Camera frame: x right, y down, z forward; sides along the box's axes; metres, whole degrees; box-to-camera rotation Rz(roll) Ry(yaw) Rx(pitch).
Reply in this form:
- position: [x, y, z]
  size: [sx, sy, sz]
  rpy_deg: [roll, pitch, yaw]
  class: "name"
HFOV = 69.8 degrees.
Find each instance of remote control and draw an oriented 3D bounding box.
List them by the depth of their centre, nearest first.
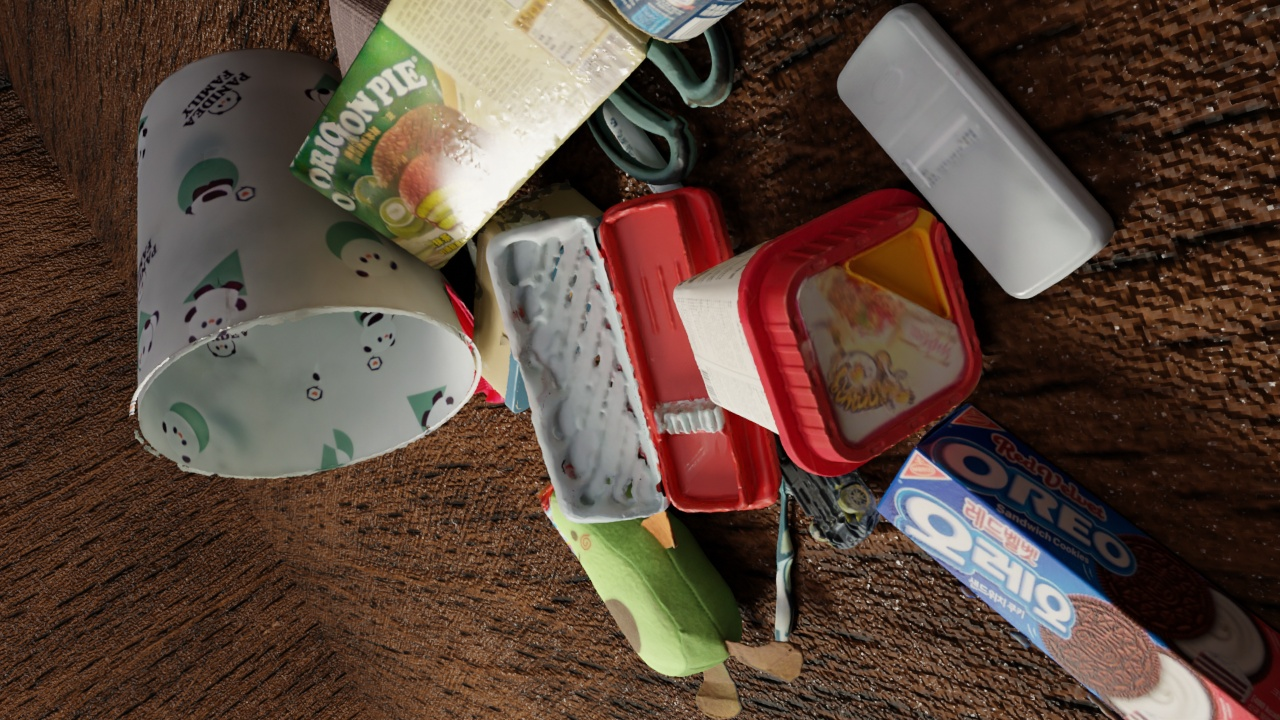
- position: [0.143, -0.091, 0.402]
  size: [0.136, 0.020, 0.056]
  rpy_deg: [52, 148, 9]
  class: "remote control"

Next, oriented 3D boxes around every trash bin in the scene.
- position: [-0.259, -0.075, 0.682]
  size: [0.230, 0.229, 0.251]
  rpy_deg: [119, 137, -54]
  class: "trash bin"

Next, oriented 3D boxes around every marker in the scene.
- position: [-0.007, -0.139, 0.569]
  size: [0.130, 0.018, 0.023]
  rpy_deg: [56, 156, 5]
  class: "marker"

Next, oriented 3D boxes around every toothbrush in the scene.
- position: [0.106, 0.142, 0.650]
  size: [0.018, 0.016, 0.192]
  rpy_deg: [19, 131, 31]
  class: "toothbrush"

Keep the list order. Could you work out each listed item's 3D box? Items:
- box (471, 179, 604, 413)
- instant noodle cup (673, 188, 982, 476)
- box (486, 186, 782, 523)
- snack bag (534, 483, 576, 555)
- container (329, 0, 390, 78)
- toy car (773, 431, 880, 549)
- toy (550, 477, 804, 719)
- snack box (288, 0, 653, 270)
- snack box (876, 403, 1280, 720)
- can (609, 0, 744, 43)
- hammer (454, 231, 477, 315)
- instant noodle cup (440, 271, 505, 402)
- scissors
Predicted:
- position: [-0.075, -0.040, 0.678]
  size: [0.059, 0.089, 0.185]
  rpy_deg: [41, 146, 23]
  class: "box"
- position: [0.085, -0.017, 0.467]
  size: [0.124, 0.116, 0.117]
  rpy_deg: [11, 125, 63]
  class: "instant noodle cup"
- position: [-0.004, 0.003, 0.572]
  size: [0.158, 0.037, 0.201]
  rpy_deg: [-9, 103, 25]
  class: "box"
- position: [-0.065, 0.161, 0.887]
  size: [0.105, 0.026, 0.045]
  rpy_deg: [53, 144, 6]
  class: "snack bag"
- position: [-0.155, -0.213, 0.645]
  size: [0.111, 0.090, 0.090]
  rpy_deg: [40, 144, 32]
  class: "container"
- position: [0.108, 0.065, 0.565]
  size: [0.105, 0.031, 0.049]
  rpy_deg: [58, 148, 22]
  class: "toy car"
- position: [0.013, 0.176, 0.734]
  size: [0.246, 0.089, 0.228]
  rpy_deg: [48, 149, 18]
  class: "toy"
- position: [-0.101, -0.154, 0.525]
  size: [0.114, 0.063, 0.241]
  rpy_deg: [34, 139, -21]
  class: "snack box"
- position: [0.214, 0.110, 0.438]
  size: [0.207, 0.057, 0.058]
  rpy_deg: [42, 141, 26]
  class: "snack box"
- position: [0.035, -0.199, 0.407]
  size: [0.111, 0.075, 0.075]
  rpy_deg: [-15, 104, 57]
  class: "can"
- position: [-0.228, -0.172, 0.829]
  size: [0.323, 0.031, 0.126]
  rpy_deg: [44, 145, 22]
  class: "hammer"
- position: [-0.201, -0.026, 0.841]
  size: [0.194, 0.065, 0.194]
  rpy_deg: [48, 161, 22]
  class: "instant noodle cup"
- position: [-0.023, -0.172, 0.542]
  size: [0.180, 0.019, 0.140]
  rpy_deg: [36, 130, 26]
  class: "scissors"
